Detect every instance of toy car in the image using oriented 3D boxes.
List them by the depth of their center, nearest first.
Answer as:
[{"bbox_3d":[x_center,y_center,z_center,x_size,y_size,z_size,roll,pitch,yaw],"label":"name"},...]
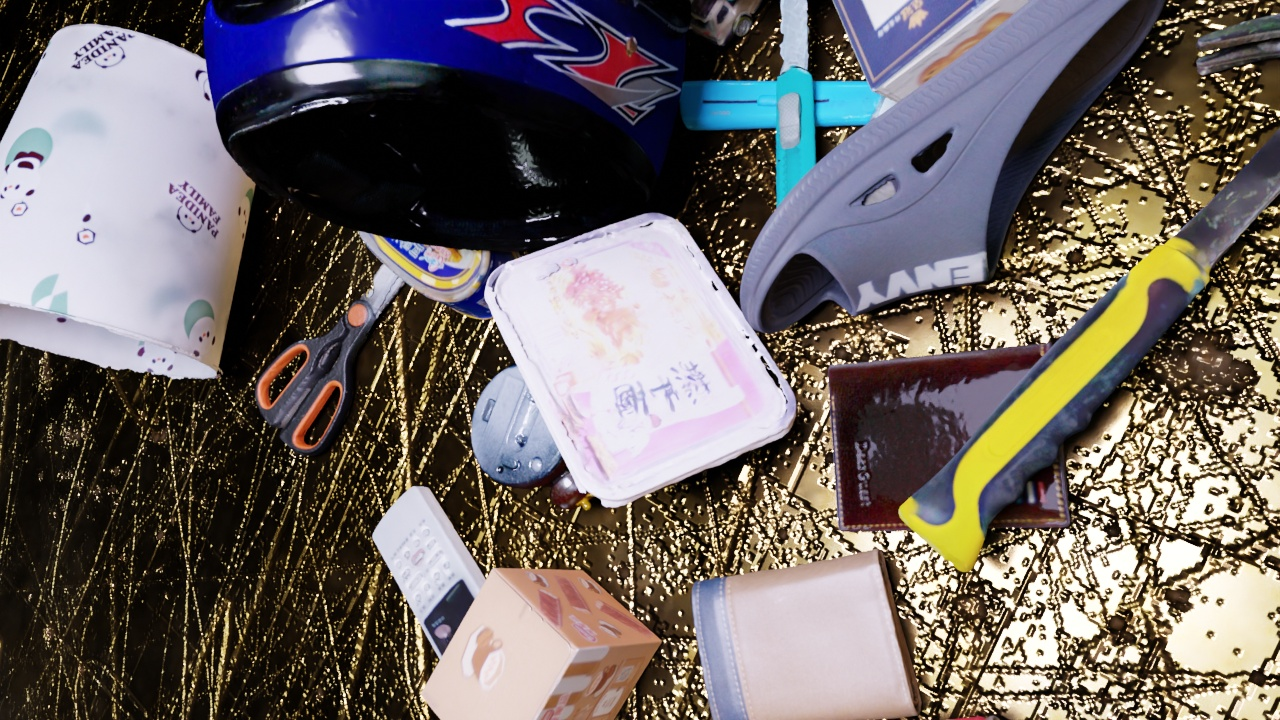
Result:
[{"bbox_3d":[0.067,-0.258,0.616,0.042,0.035,0.090,41,98,30],"label":"toy car"}]

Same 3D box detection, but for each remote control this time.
[{"bbox_3d":[-0.143,0.160,0.657,0.058,0.021,0.150,-49,58,13],"label":"remote control"}]

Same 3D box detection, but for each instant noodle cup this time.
[{"bbox_3d":[-0.003,0.003,0.558,0.137,0.060,0.173,-21,64,-16],"label":"instant noodle cup"}]

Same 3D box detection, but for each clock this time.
[{"bbox_3d":[-0.056,0.051,0.609,0.122,0.055,0.082,21,89,33],"label":"clock"}]

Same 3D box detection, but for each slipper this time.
[{"bbox_3d":[0.167,-0.092,0.474,0.268,0.110,0.083,-40,65,13],"label":"slipper"}]

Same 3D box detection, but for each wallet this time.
[{"bbox_3d":[0.163,0.043,0.497,0.122,0.020,0.096,-8,75,33],"label":"wallet"},{"bbox_3d":[0.088,0.158,0.509,0.115,0.033,0.090,-19,72,26],"label":"wallet"}]

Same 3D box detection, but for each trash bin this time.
[{"bbox_3d":[-0.457,-0.133,0.809,0.230,0.229,0.251,1,74,32],"label":"trash bin"}]

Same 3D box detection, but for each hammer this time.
[{"bbox_3d":[0.244,-0.034,0.438,0.323,0.032,0.126,-48,57,6],"label":"hammer"}]

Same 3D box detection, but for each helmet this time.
[{"bbox_3d":[-0.107,-0.206,0.540,0.248,0.315,0.240,-9,83,21],"label":"helmet"}]

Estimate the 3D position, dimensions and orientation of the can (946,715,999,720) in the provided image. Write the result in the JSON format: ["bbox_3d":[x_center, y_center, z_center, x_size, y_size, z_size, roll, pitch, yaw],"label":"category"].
[{"bbox_3d":[0.118,0.214,0.463,0.133,0.053,0.053,-19,70,27],"label":"can"}]

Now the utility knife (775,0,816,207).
[{"bbox_3d":[0.094,-0.142,0.567,0.029,0.013,0.223,-1,87,27],"label":"utility knife"}]

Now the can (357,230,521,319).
[{"bbox_3d":[-0.154,-0.089,0.699,0.148,0.049,0.074,38,95,28],"label":"can"}]

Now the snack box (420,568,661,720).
[{"bbox_3d":[-0.059,0.186,0.555,0.077,0.094,0.093,35,98,33],"label":"snack box"}]

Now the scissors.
[{"bbox_3d":[-0.227,-0.016,0.758,0.235,0.021,0.143,-32,72,14],"label":"scissors"}]

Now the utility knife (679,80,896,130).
[{"bbox_3d":[0.109,-0.162,0.578,0.194,0.018,0.034,9,83,32],"label":"utility knife"}]

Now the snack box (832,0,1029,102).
[{"bbox_3d":[0.181,-0.264,0.504,0.178,0.045,0.182,-35,58,39],"label":"snack box"}]
